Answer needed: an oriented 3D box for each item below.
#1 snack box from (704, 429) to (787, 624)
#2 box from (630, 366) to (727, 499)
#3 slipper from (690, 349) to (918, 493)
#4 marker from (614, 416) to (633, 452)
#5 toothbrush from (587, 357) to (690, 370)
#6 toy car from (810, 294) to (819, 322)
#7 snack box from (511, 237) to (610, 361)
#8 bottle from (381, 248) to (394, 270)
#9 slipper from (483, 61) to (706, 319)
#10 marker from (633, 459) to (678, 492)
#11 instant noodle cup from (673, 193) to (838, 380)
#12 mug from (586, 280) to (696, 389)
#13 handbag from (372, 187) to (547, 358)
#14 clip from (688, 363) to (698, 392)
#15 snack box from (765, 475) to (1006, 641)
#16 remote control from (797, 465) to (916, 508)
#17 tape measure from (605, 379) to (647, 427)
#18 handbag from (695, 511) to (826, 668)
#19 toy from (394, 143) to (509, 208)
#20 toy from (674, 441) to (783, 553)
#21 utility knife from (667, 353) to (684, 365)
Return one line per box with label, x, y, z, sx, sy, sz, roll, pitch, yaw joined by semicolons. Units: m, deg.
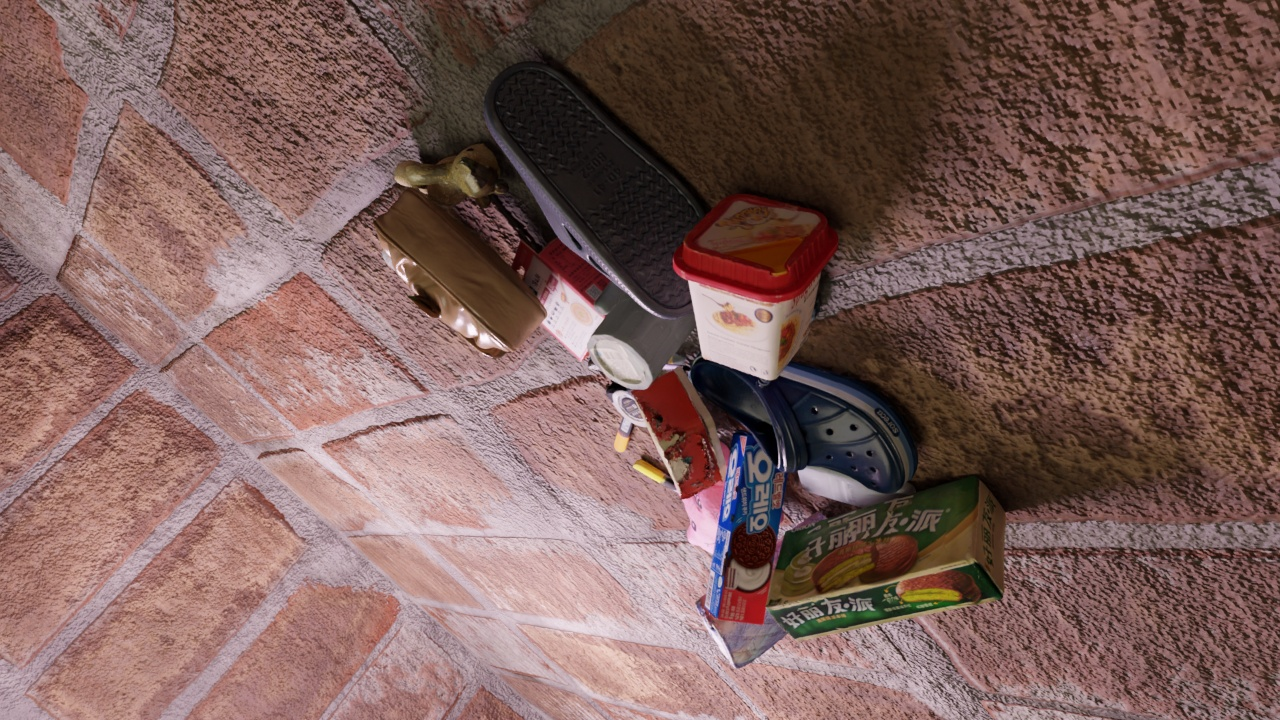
snack box;0.119;0.183;1.020;0.058;0.207;0.057;10;177;-10
box;0.041;0.091;1.039;0.091;0.079;0.168;61;176;32
slipper;0.155;0.061;0.930;0.253;0.095;0.105;28;151;22
marker;-0.018;0.086;1.215;0.018;0.015;0.124;30;146;9
toothbrush;-0.006;0.006;1.075;0.189;0.016;0.014;4;145;51
toy car;0.119;-0.054;0.869;0.106;0.031;0.049;4;137;41
snack box;-0.085;-0.075;1.027;0.127;0.044;0.113;43;150;4
bottle;-0.230;-0.092;1.134;0.189;0.067;0.068;42;149;-7
slipper;-0.037;-0.152;0.842;0.268;0.110;0.083;47;165;-8
marker;0.046;0.171;1.264;0.124;0.015;0.018;29;150;8
instant noodle cup;0.099;-0.060;0.786;0.117;0.116;0.124;19;137;27
mug;-0.001;-0.047;0.930;0.084;0.103;0.124;15;144;33
handbag;-0.197;-0.087;0.992;0.204;0.099;0.148;43;174;6
clip;0.065;0.024;1.046;0.038;0.013;0.056;31;149;10
snack box;0.249;0.208;0.945;0.241;0.114;0.063;-26;114;37
remote control;0.240;0.140;1.018;0.136;0.020;0.056;13;143;34
tape measure;-0.002;0.049;1.128;0.066;0.033;0.066;-4;128;51
handbag;0.162;0.279;1.115;0.075;0.193;0.134;47;165;36
toy;-0.206;-0.198;0.984;0.157;0.066;0.105;9;169;45
toy;0.096;0.187;1.170;0.178;0.074;0.195;46;143;25
utility knife;-0.012;-0.019;1.064;0.152;0.018;0.031;18;140;25
